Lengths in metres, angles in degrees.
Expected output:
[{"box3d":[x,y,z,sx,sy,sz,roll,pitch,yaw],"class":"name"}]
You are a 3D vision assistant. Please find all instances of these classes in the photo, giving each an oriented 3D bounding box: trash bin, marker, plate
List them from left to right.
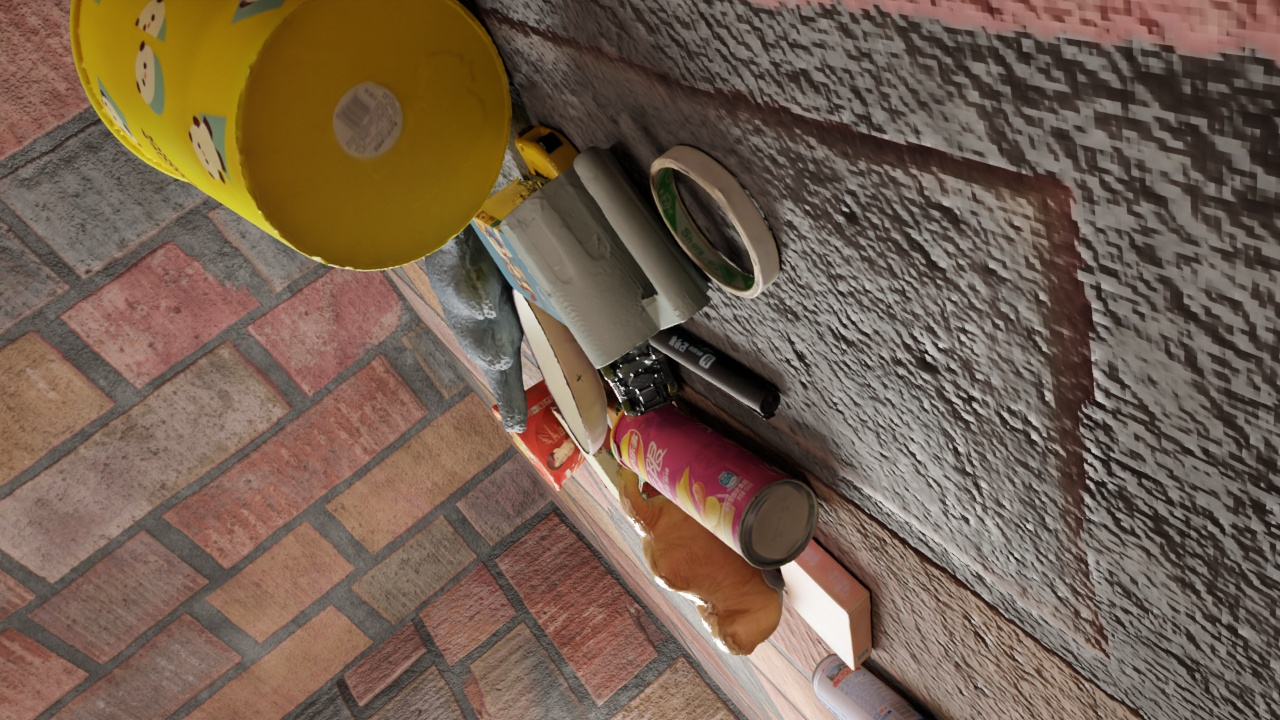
[{"box3d":[-0.236,-0.192,0.641,0.255,0.229,0.230,34,160,39],"class":"trash bin"},{"box3d":[-0.077,0.005,0.957,0.192,0.039,0.193,61,168,22],"class":"plate"},{"box3d":[0.048,0.004,0.623,0.132,0.020,0.022,35,151,50],"class":"marker"}]

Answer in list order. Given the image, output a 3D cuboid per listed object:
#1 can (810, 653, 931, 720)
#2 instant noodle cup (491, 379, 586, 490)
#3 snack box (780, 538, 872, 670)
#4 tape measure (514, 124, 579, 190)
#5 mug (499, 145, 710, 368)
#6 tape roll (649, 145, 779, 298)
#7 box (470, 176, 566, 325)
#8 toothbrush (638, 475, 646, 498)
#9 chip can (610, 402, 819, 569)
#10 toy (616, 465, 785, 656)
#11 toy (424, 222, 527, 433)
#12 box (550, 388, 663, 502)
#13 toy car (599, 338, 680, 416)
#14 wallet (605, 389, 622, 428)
[{"box3d":[0.217,0.327,0.855,0.053,0.053,0.135,57,167,-23],"class":"can"},{"box3d":[-0.106,0.082,1.179,0.138,0.108,0.138,49,168,14],"class":"instant noodle cup"},{"box3d":[0.157,0.203,0.779,0.084,0.026,0.157,43,165,33],"class":"snack box"},{"box3d":[-0.056,-0.123,0.608,0.057,0.029,0.060,34,159,51],"class":"tape measure"},{"box3d":[-0.016,-0.062,0.523,0.103,0.083,0.124,55,162,-6],"class":"mug"},{"box3d":[0.037,-0.069,0.466,0.086,0.014,0.086,48,167,15],"class":"tape roll"},{"box3d":[-0.062,-0.077,0.691,0.184,0.059,0.090,35,161,56],"class":"box"},{"box3d":[0.001,0.095,0.913,0.026,0.027,0.225,38,149,24],"class":"toothbrush"},{"box3d":[0.052,0.090,0.732,0.071,0.071,0.211,58,165,-27],"class":"chip can"},{"box3d":[0.053,0.190,0.920,0.226,0.083,0.143,47,-163,-2],"class":"toy"},{"box3d":[-0.181,-0.071,1.009,0.357,0.091,0.137,76,-179,-47],"class":"toy"},{"box3d":[-0.038,0.113,1.100,0.091,0.076,0.168,33,159,57],"class":"box"},{"box3d":[-0.004,0.004,0.727,0.120,0.053,0.045,67,179,-63],"class":"toy car"},{"box3d":[-0.002,0.083,0.977,0.106,0.037,0.130,56,164,-19],"class":"wallet"}]
